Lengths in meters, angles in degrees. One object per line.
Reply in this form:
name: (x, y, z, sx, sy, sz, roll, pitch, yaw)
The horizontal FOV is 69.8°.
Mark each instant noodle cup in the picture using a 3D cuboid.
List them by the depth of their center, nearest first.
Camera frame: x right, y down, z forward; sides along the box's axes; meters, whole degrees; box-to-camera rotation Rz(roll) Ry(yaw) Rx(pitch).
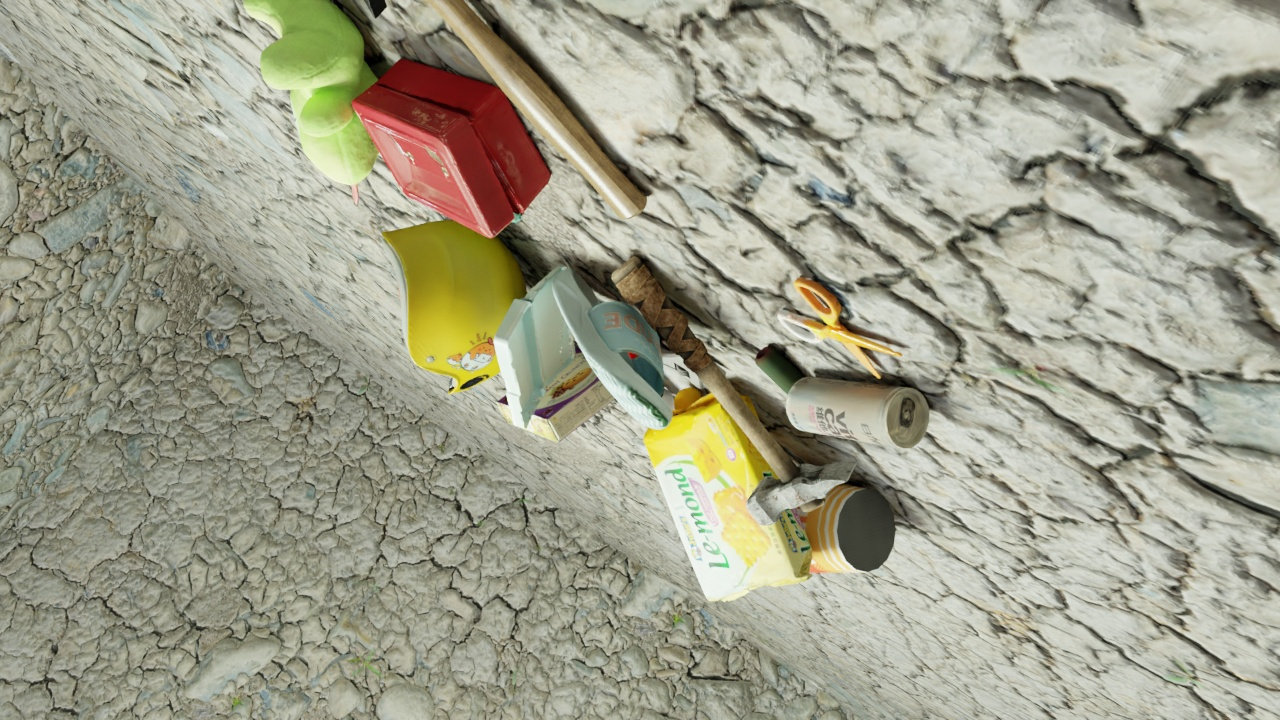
instant noodle cup: (0.224, 0.197, 1.088, 0.123, 0.123, 0.121, 43, 155, -22)

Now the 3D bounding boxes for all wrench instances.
wrench: (-0.002, -0.018, 1.118, 0.274, 0.018, 0.083, 24, 159, 35)

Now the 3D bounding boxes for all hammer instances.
hammer: (-0.104, -0.228, 0.739, 0.305, 0.040, 0.132, 45, 158, -27)
hammer: (0.082, 0.027, 0.934, 0.122, 0.048, 0.319, -36, 95, 39)

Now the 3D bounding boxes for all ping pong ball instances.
ping pong ball: (0.062, 0.053, 1.144, 0.040, 0.040, 0.040, 33, 163, 11)

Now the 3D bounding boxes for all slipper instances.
slipper: (-0.026, -0.028, 0.986, 0.104, 0.074, 0.245, 49, -174, -45)

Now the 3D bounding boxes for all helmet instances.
helmet: (-0.206, -0.074, 1.140, 0.240, 0.140, 0.209, 61, -170, -69)

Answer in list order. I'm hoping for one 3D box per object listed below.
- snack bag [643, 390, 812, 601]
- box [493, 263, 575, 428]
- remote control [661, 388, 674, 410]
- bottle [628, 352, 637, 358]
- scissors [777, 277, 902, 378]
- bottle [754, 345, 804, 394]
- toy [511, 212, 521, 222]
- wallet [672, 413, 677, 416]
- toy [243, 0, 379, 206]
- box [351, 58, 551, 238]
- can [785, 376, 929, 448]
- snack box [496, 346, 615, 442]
snack bag: (0.104, 0.155, 1.074, 0.160, 0.068, 0.247, -28, 81, 49)
box: (-0.127, -0.015, 1.120, 0.041, 0.134, 0.197, 22, 150, 13)
remote control: (-0.009, 0.023, 1.180, 0.146, 0.008, 0.045, 35, -154, -28)
bottle: (-0.006, 0.006, 1.092, 0.036, 0.036, 0.119, 36, 163, 1)
scissors: (0.163, -0.025, 0.783, 0.125, 0.011, 0.128, 45, 163, -20)
bottle: (0.156, 0.027, 0.911, 0.106, 0.025, 0.025, 42, 163, -18)
toy: (-0.175, -0.188, 0.992, 0.105, 0.033, 0.085, 38, 177, 4)
wallet: (0.019, 0.066, 1.286, 0.115, 0.026, 0.089, 26, 160, 33)
toy: (-0.304, -0.267, 0.905, 0.197, 0.107, 0.150, 66, -177, -67)
box: (-0.180, -0.205, 0.870, 0.158, 0.092, 0.129, 30, 160, 34)
can: (0.194, 0.046, 0.838, 0.054, 0.054, 0.136, 45, 162, -25)
snack box: (-0.103, 0.043, 1.258, 0.148, 0.143, 0.040, 12, 134, 54)
